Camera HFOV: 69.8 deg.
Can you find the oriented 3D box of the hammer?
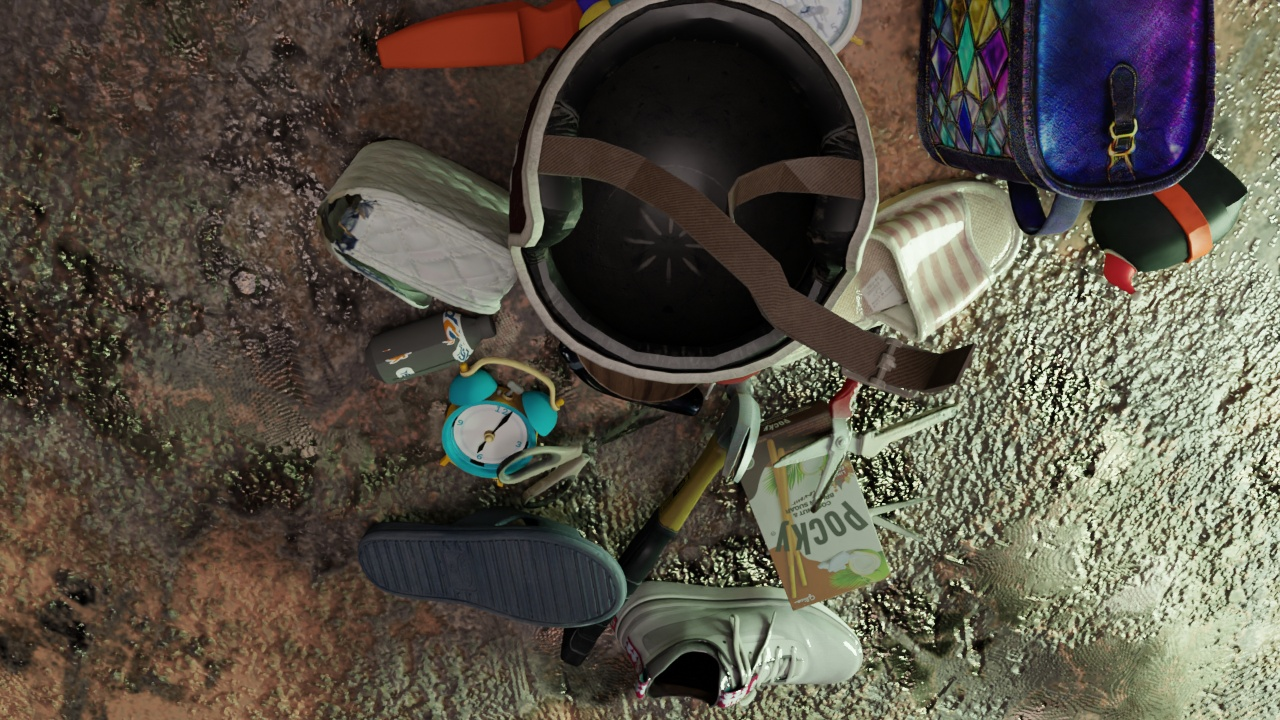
[{"bbox_3d":[0.012,0.166,0.853,0.025,0.117,0.334,27,114,-13],"label":"hammer"}]

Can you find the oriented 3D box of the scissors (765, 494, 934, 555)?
[{"bbox_3d":[0.204,0.160,0.908,0.165,0.014,0.141,-42,107,14],"label":"scissors"}]

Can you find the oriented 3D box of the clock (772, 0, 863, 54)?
[{"bbox_3d":[0.114,-0.279,0.690,0.089,0.052,0.125,-31,109,10],"label":"clock"}]

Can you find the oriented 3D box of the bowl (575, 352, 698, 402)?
[{"bbox_3d":[0.005,-0.026,0.743,0.119,0.032,0.119,7,118,13],"label":"bowl"}]

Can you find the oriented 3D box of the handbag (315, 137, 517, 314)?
[{"bbox_3d":[-0.156,-0.099,0.670,0.138,0.194,0.072,25,106,-17],"label":"handbag"}]

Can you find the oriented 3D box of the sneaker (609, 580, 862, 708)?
[{"bbox_3d":[0.103,0.292,0.896,0.263,0.128,0.097,11,113,-11],"label":"sneaker"}]

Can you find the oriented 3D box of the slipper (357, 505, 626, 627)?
[{"bbox_3d":[-0.135,0.179,0.862,0.264,0.082,0.101,3,116,16],"label":"slipper"}]

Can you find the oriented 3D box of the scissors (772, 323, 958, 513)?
[{"bbox_3d":[0.213,0.051,0.834,0.179,0.015,0.199,14,93,-23],"label":"scissors"}]

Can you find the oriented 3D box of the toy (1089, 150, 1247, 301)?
[{"bbox_3d":[0.422,-0.119,0.753,0.119,0.099,0.097,-37,113,10],"label":"toy"}]

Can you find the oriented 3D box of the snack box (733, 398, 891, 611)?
[{"bbox_3d":[0.160,0.139,0.874,0.101,0.031,0.186,-21,107,6],"label":"snack box"}]

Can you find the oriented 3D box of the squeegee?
[{"bbox_3d":[-0.102,-0.244,0.685,0.184,0.055,0.250,-14,123,-14],"label":"squeegee"}]

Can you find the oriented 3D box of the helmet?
[{"bbox_3d":[0.037,-0.096,0.555,0.233,0.254,0.233,4,83,-3],"label":"helmet"}]

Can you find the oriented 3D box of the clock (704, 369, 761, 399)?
[{"bbox_3d":[0.082,-0.031,0.798,0.125,0.044,0.087,-41,110,14],"label":"clock"}]

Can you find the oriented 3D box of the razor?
[{"bbox_3d":[-0.005,0.005,0.804,0.140,0.053,0.064,24,116,-15],"label":"razor"}]

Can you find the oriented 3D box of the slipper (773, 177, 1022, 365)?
[{"bbox_3d":[0.206,-0.068,0.764,0.263,0.052,0.115,-24,110,-6],"label":"slipper"}]

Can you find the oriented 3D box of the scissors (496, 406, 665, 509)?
[{"bbox_3d":[-0.058,0.083,0.835,0.153,0.012,0.164,11,129,-41],"label":"scissors"}]

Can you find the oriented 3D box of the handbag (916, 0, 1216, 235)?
[{"bbox_3d":[0.291,-0.200,0.657,0.125,0.204,0.222,-7,108,-1],"label":"handbag"}]

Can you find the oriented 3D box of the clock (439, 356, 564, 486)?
[{"bbox_3d":[-0.130,0.054,0.823,0.099,0.043,0.130,22,118,-13],"label":"clock"}]

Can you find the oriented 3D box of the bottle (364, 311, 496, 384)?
[{"bbox_3d":[-0.178,-0.014,0.786,0.112,0.047,0.047,-18,114,4],"label":"bottle"}]

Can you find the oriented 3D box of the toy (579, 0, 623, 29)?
[{"bbox_3d":[0.031,-0.230,0.664,0.149,0.083,0.214,0,131,18],"label":"toy"}]
